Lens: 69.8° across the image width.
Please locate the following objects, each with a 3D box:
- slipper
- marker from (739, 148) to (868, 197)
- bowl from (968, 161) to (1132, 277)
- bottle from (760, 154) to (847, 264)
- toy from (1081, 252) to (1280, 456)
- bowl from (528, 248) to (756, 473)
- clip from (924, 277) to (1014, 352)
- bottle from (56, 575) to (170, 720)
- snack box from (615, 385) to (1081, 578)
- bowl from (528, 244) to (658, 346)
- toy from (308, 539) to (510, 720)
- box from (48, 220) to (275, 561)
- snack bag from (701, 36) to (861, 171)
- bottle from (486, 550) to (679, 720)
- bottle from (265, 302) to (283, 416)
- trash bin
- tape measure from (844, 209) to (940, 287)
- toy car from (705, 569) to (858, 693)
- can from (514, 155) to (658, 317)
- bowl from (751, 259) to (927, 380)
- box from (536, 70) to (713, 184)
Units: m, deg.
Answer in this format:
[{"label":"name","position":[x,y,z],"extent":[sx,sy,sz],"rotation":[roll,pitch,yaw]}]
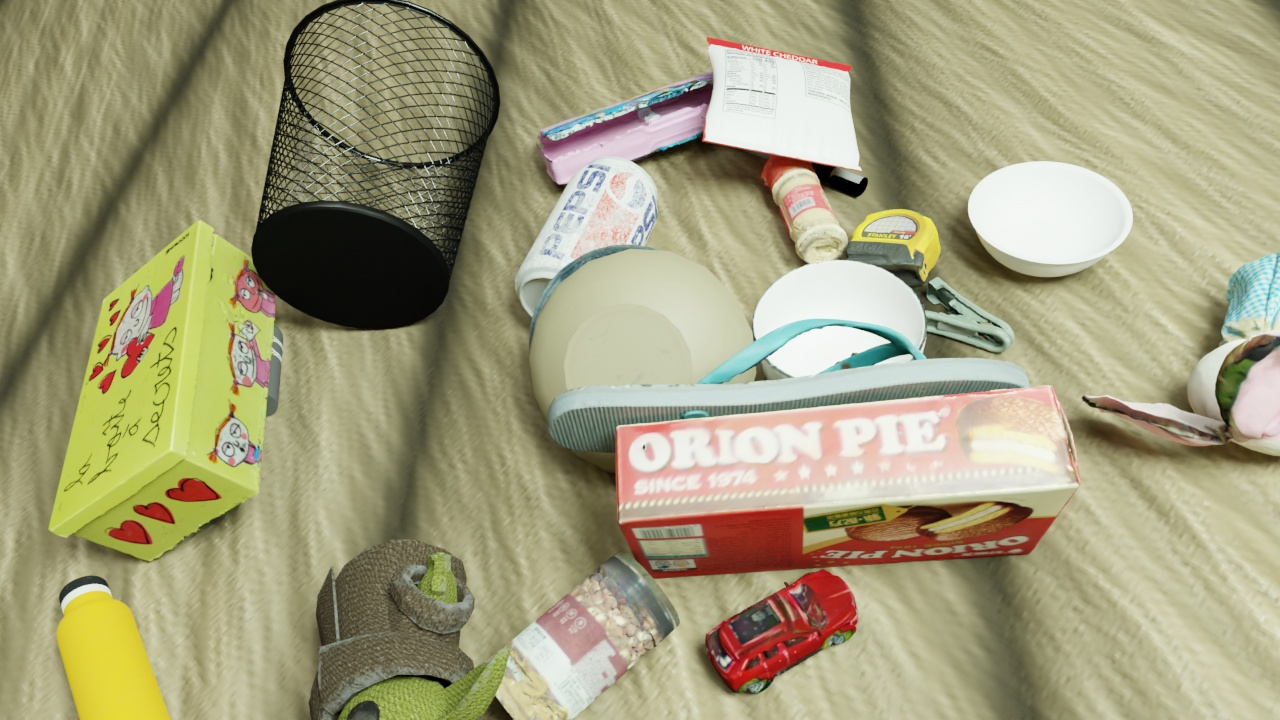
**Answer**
[{"label":"slipper","position":[0.081,0.018,0.535],"extent":[0.269,0.098,0.054],"rotation":[-5,61,2]},{"label":"marker","position":[0.131,-0.174,0.793],"extent":[0.140,0.016,0.016],"rotation":[30,62,30]},{"label":"bowl","position":[0.298,-0.096,0.680],"extent":[0.110,0.041,0.109],"rotation":[-6,50,7]},{"label":"bottle","position":[0.131,-0.124,0.735],"extent":[0.044,0.044,0.109],"rotation":[-13,50,0]},{"label":"toy","position":[0.384,0.004,0.566],"extent":[0.204,0.131,0.105],"rotation":[-33,90,-34]},{"label":"bowl","position":[-0.003,0.003,0.591],"extent":[0.152,0.050,0.152],"rotation":[1,95,11]},{"label":"clip","position":[0.229,-0.028,0.651],"extent":[0.076,0.023,0.059],"rotation":[32,64,34]},{"label":"bottle","position":[-0.325,0.192,0.563],"extent":[0.043,0.043,0.143],"rotation":[-34,53,-17]},{"label":"snack box","position":[0.109,0.075,0.523],"extent":[0.236,0.113,0.060],"rotation":[-5,60,7]},{"label":"bowl","position":[-0.005,-0.012,0.646],"extent":[0.137,0.057,0.137],"rotation":[1,95,11]},{"label":"toy","position":[-0.136,0.170,0.499],"extent":[0.180,0.078,0.152],"rotation":[-52,33,20]},{"label":"box","position":[-0.335,0.019,0.660],"extent":[0.125,0.081,0.220],"rotation":[-30,46,19]},{"label":"snack bag","position":[0.117,-0.218,0.762],"extent":[0.131,0.039,0.143],"rotation":[10,51,-5]},{"label":"bottle","position":[-0.035,0.163,0.521],"extent":[0.105,0.056,0.056],"rotation":[-37,54,-19]},{"label":"bottle","position":[-0.301,-0.007,0.731],"extent":[0.030,0.030,0.112],"rotation":[-14,50,-1]},{"label":"trash bin","position":[-0.217,-0.152,0.746],"extent":[0.184,0.184,0.209],"rotation":[-5,56,7]},{"label":"tape measure","position":[0.191,-0.083,0.690],"extent":[0.066,0.037,0.064],"rotation":[2,50,35]},{"label":"toy car","position":[0.081,0.152,0.524],"extent":[0.091,0.036,0.042],"rotation":[-22,49,-15]},{"label":"can","position":[-0.039,-0.091,0.718],"extent":[0.078,0.078,0.135],"rotation":[10,53,19]},{"label":"bowl","position":[0.134,-0.008,0.625],"extent":[0.113,0.063,0.113],"rotation":[-5,51,6]},{"label":"box","position":[0.017,-0.228,0.828],"extent":[0.230,0.053,0.084],"rotation":[-21,35,-6]}]
